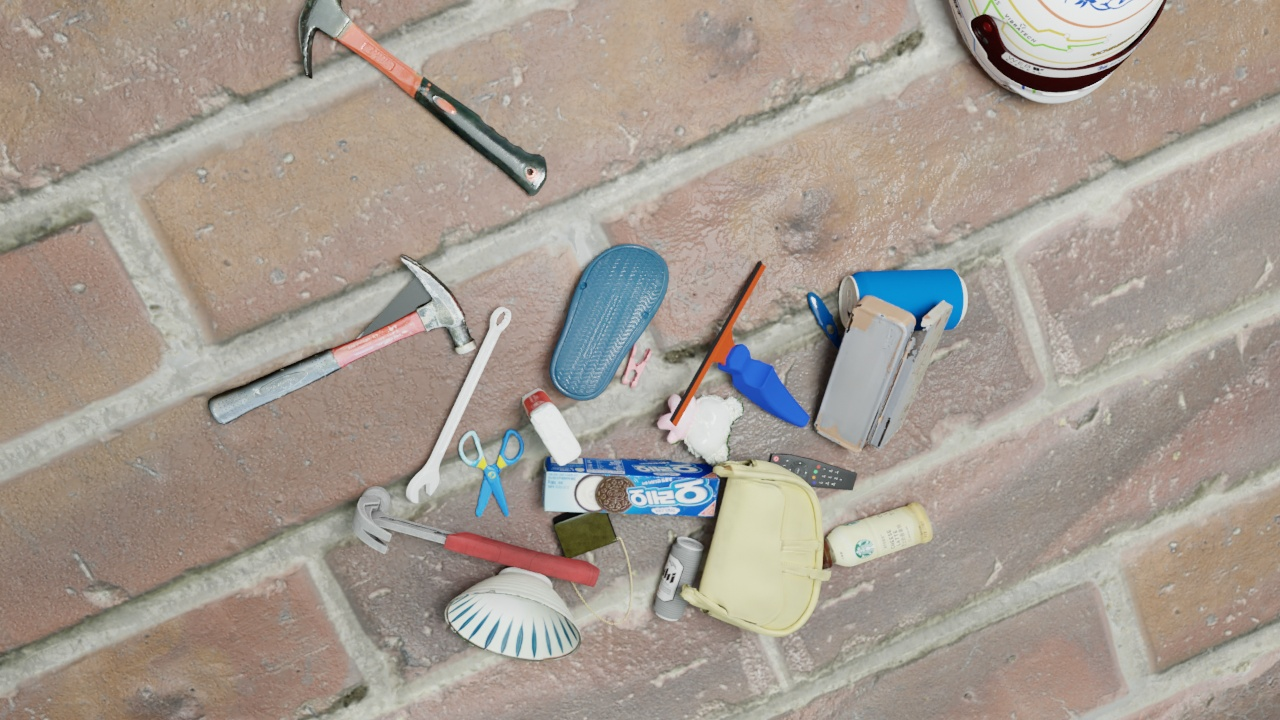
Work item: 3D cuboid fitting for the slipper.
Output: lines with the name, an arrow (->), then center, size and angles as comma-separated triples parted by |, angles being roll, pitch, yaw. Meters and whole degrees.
slipper -> -0.045, -0.051, 1.147 | 0.104, 0.059, 0.213 | 29, 84, -2

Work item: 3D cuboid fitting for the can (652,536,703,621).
can -> 0.051, 0.294, 1.234 | 0.044, 0.044, 0.107 | 16, 99, -10

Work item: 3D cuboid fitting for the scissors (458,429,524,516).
scissors -> -0.202, 0.146, 1.187 | 0.105, 0.019, 0.132 | 17, 97, -8

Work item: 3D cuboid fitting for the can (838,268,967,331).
can -> 0.336, -0.076, 1.178 | 0.146, 0.079, 0.079 | -2, 101, -7

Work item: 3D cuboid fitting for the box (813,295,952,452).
box -> 0.304, 0.012, 1.167 | 0.105, 0.096, 0.217 | 24, 132, 18

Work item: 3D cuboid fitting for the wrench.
wrench -> -0.227, 0.057, 1.155 | 0.009, 0.047, 0.273 | 28, 96, 26

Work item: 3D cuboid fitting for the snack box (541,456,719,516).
snack box -> -0.014, 0.164, 1.192 | 0.226, 0.059, 0.059 | 3, 104, -9

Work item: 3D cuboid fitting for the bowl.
bowl -> -0.156, 0.316, 1.183 | 0.177, 0.070, 0.178 | 7, 137, 6

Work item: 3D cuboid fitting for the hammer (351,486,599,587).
hammer -> -0.202, 0.234, 1.151 | 0.315, 0.126, 0.036 | 18, 99, -12

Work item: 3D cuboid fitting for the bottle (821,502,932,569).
bottle -> 0.312, 0.242, 1.250 | 0.162, 0.056, 0.056 | -17, 103, -4

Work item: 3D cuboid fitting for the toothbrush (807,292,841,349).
toothbrush -> 0.254, -0.033, 1.208 | 0.021, 0.016, 0.132 | -32, 104, -1

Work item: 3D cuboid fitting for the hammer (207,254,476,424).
hammer -> -0.376, -0.012, 1.124 | 0.326, 0.036, 0.140 | -25, 105, -1

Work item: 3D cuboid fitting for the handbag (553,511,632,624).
handbag -> -0.056, 0.278, 1.232 | 0.084, 0.027, 0.178 | -19, 108, -1

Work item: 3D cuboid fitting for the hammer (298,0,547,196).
hammer -> -0.248, -0.311, 1.083 | 0.333, 0.033, 0.133 | 36, 93, -13

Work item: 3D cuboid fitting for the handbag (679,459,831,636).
handbag -> 0.155, 0.242, 1.189 | 0.190, 0.088, 0.233 | 7, 101, -30

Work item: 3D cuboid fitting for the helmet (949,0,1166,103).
helmet -> 0.479, -0.448, 1.040 | 0.231, 0.236, 0.314 | -33, 103, 2

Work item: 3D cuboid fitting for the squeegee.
squeegee -> 0.152, 0.027, 1.183 | 0.185, 0.055, 0.248 | 40, 68, -22

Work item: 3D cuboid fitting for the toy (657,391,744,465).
toy -> 0.075, 0.081, 1.193 | 0.109, 0.041, 0.095 | 20, 84, -16

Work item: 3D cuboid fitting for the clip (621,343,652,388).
clip -> -0.002, 0.009, 1.183 | 0.037, 0.022, 0.058 | 20, 104, -13

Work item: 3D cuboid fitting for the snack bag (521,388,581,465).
snack bag -> -0.112, 0.080, 1.135 | 0.036, 0.116, 0.077 | -32, 104, -7

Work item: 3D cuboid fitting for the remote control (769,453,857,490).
remote control -> 0.232, 0.153, 1.245 | 0.124, 0.010, 0.039 | 12, 99, -9
